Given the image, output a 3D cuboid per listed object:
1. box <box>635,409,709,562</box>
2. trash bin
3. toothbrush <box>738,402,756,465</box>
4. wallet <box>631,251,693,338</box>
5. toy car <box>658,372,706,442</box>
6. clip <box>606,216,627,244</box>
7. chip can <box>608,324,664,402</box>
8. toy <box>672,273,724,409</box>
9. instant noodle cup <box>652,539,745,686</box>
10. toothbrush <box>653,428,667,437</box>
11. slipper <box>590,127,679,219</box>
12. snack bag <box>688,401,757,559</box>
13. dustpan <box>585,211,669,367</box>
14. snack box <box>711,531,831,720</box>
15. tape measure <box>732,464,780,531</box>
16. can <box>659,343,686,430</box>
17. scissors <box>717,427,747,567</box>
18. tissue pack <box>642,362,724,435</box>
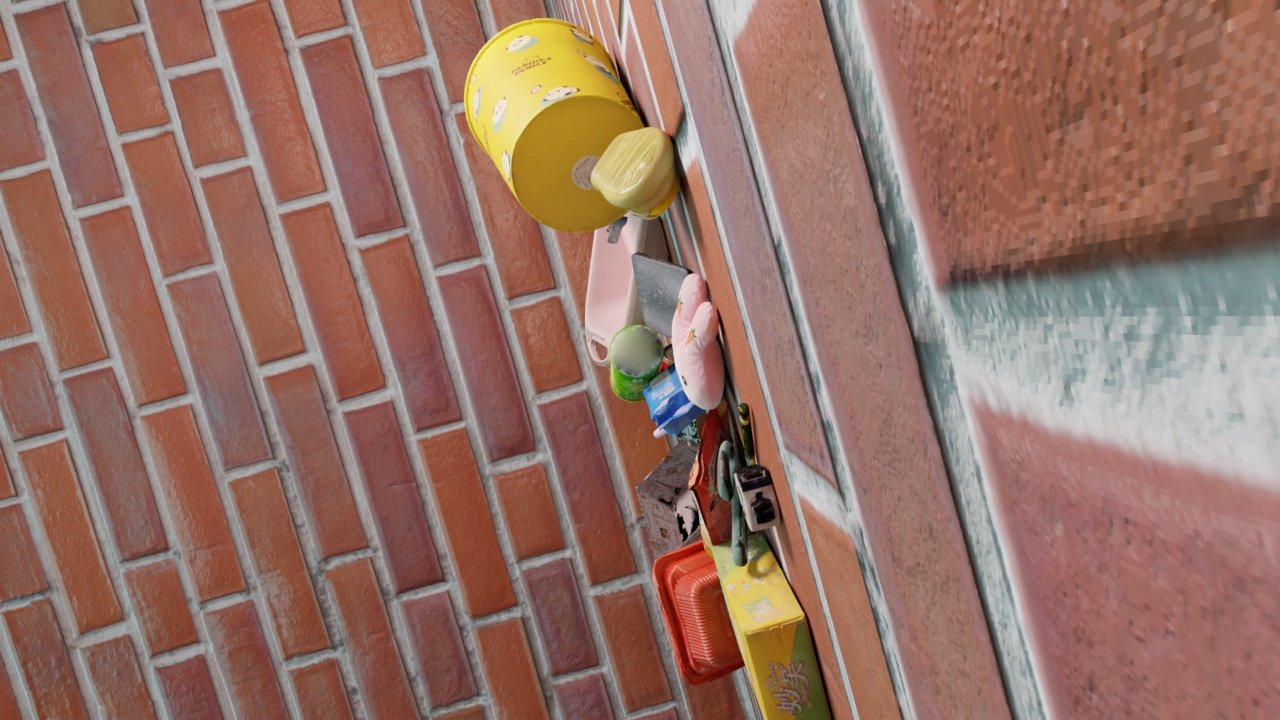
[{"bbox_3d":[0.089,0.170,1.329,0.178,0.124,0.275,-107,28,-52],"label":"box"},{"bbox_3d":[-0.106,-0.310,1.233,0.255,0.229,0.230,-117,9,-52],"label":"trash bin"},{"bbox_3d":[0.114,0.100,0.981,0.186,0.017,0.012,75,-165,-53],"label":"toothbrush"},{"bbox_3d":[0.037,-0.074,1.140,0.097,0.019,0.121,22,140,39],"label":"wallet"},{"bbox_3d":[0.072,0.066,1.444,0.071,0.041,0.156,-6,99,51],"label":"toy car"},{"bbox_3d":[-0.037,-0.196,1.359,0.057,0.024,0.029,126,147,-60],"label":"clip"},{"bbox_3d":[-0.008,0.007,1.269,0.221,0.072,0.072,99,155,-79],"label":"chip can"},{"bbox_3d":[0.064,-0.020,1.022,0.160,0.054,0.121,87,170,-46],"label":"toy"},{"bbox_3d":[0.114,0.332,1.227,0.079,0.164,0.189,-8,99,65],"label":"instant noodle cup"},{"bbox_3d":[0.057,0.078,1.284,0.021,0.029,0.190,52,150,3],"label":"toothbrush"},{"bbox_3d":[0.004,-0.199,0.991,0.081,0.092,0.190,31,-174,-22],"label":"slipper"},{"bbox_3d":[0.098,0.163,1.141,0.208,0.073,0.128,73,-149,-43],"label":"snack bag"},{"bbox_3d":[-0.045,-0.138,1.408,0.273,0.138,0.223,71,166,-15],"label":"dustpan"},{"bbox_3d":[0.147,0.314,1.048,0.210,0.070,0.158,-111,5,-75],"label":"snack box"},{"bbox_3d":[0.119,0.140,0.937,0.066,0.033,0.066,69,-175,-84],"label":"tape measure"},{"bbox_3d":[0.053,0.042,1.372,0.053,0.053,0.133,-107,18,-52],"label":"can"},{"bbox_3d":[0.104,0.136,1.035,0.179,0.019,0.172,65,-156,-55],"label":"scissors"},{"bbox_3d":[0.055,0.041,1.159,0.052,0.095,0.157,50,-175,-13],"label":"tissue pack"}]
